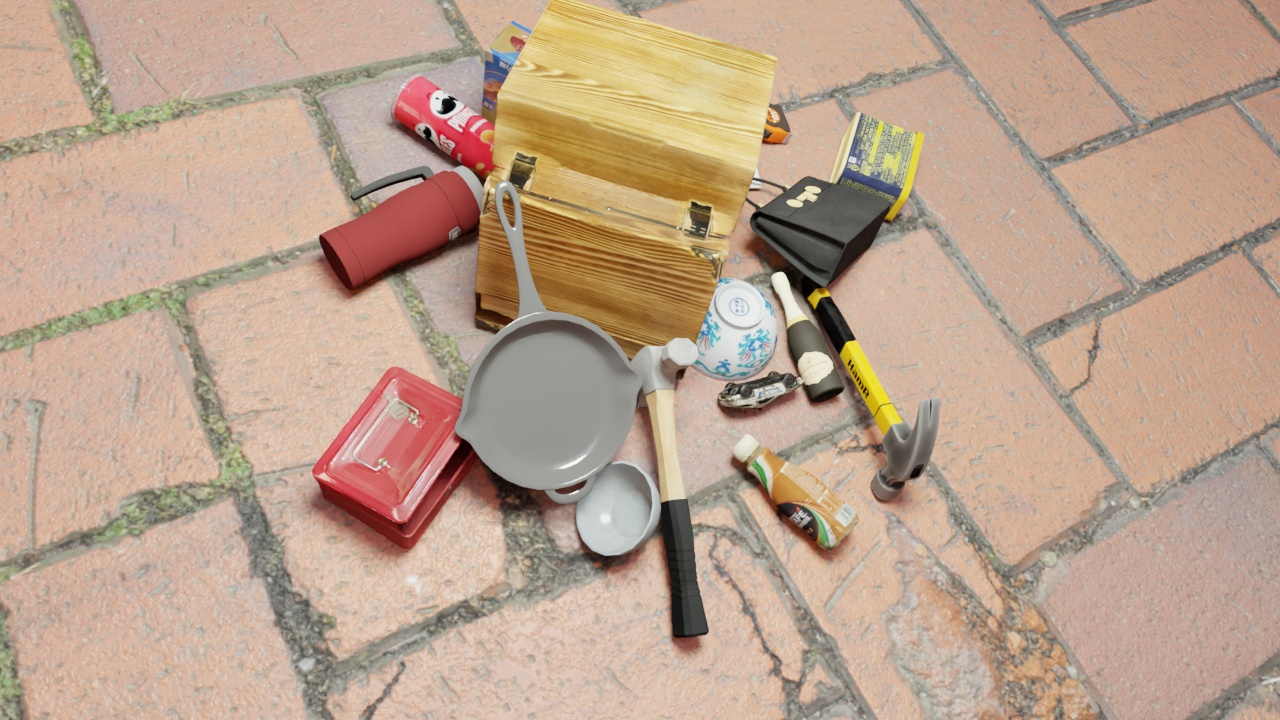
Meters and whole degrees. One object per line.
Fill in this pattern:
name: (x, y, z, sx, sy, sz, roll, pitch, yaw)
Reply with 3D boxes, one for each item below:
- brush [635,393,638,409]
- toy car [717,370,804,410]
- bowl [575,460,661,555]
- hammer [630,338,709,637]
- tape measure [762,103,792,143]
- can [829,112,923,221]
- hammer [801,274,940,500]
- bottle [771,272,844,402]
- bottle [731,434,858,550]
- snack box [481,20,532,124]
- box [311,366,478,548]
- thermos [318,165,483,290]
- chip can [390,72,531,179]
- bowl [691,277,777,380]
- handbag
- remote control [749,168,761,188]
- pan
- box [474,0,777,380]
brush: (-0.007, 0.007, 1.156, 0.039, 0.012, 0.151, 21, 62, -3)
toy car: (0.154, 0.040, 1.160, 0.112, 0.048, 0.040, -14, 99, -20)
bowl: (-0.019, 0.169, 1.035, 0.106, 0.039, 0.106, -14, 64, 30)
hammer: (0.036, 0.144, 1.043, 0.039, 0.131, 0.328, 0, 75, -28)
tape measure: (0.188, -0.353, 1.373, 0.058, 0.038, 0.058, -5, 65, -31)
can: (0.346, -0.289, 1.356, 0.104, 0.075, 0.135, 21, 61, 1)
hammer: (0.279, 0.005, 1.167, 0.034, 0.170, 0.324, -9, 54, -18)
bottle: (0.213, -0.036, 1.211, 0.045, 0.045, 0.184, -11, 67, -19)
bottle: (0.181, 0.153, 1.100, 0.167, 0.059, 0.059, 41, 62, 9)
snack box: (-0.106, -0.331, 1.222, 0.203, 0.155, 0.069, 29, 62, 2)
box: (-0.260, 0.106, 1.008, 0.130, 0.098, 0.157, 30, 64, 8)
thermos: (-0.295, -0.176, 1.136, 0.198, 0.084, 0.108, -33, 94, -23)
chip can: (-0.217, -0.289, 1.223, 0.233, 0.073, 0.073, 35, 61, 4)
bowl: (0.118, -0.054, 1.181, 0.144, 0.074, 0.143, 5, 63, -11)
handbag: (0.218, -0.207, 1.270, 0.196, 0.072, 0.175, 32, 40, 17)
remote control: (0.151, -0.303, 1.351, 0.028, 0.012, 0.124, -3, 65, -15)
pan: (-0.112, -0.016, 0.993, 0.216, 0.024, 0.355, -15, 102, -20)
box: (-0.028, -0.184, 1.087, 0.279, 0.337, 0.285, 17, 47, -2)
